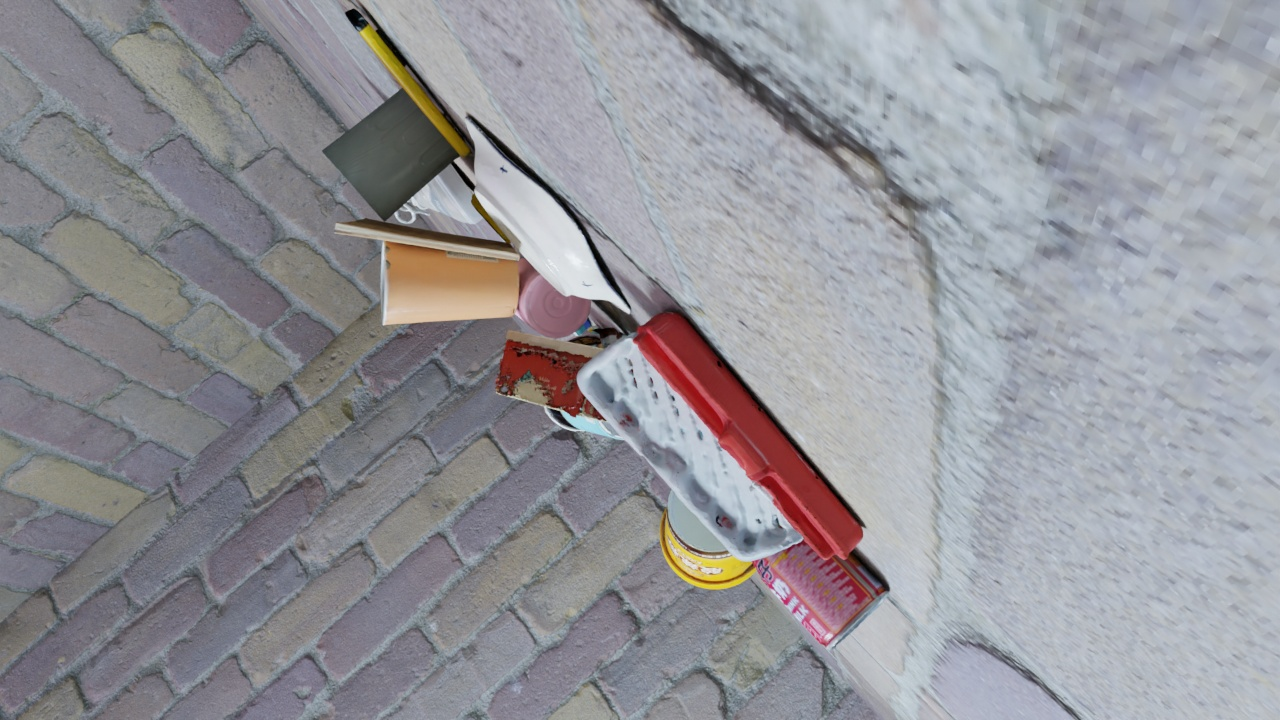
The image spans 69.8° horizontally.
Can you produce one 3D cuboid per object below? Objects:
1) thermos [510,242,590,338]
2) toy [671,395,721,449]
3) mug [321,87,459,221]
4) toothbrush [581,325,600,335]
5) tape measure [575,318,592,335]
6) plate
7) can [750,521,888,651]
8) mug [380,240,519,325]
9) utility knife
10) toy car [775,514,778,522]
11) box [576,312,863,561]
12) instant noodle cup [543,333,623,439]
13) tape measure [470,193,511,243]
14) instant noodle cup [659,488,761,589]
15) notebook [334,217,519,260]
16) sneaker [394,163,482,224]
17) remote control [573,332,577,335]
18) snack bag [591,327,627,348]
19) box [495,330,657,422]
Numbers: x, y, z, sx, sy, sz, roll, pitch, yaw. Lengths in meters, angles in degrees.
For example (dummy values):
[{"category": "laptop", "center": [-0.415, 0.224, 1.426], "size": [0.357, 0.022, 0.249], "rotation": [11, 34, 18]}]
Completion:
[{"category": "thermos", "center": [-0.107, -0.080, 0.940], "size": [0.198, 0.067, 0.087], "rotation": [-143, 42, -69]}, {"category": "toy", "center": [0.048, 0.073, 0.837], "size": [0.156, 0.049, 0.161], "rotation": [42, 171, 14]}, {"category": "mug", "center": [-0.230, -0.193, 0.875], "size": [0.083, 0.103, 0.124], "rotation": [48, 175, 1]}, {"category": "toothbrush", "center": [-0.003, 0.031, 1.084], "size": [0.189, 0.029, 0.020], "rotation": [50, -144, -25]}, {"category": "tape measure", "center": [-0.084, -0.056, 1.076], "size": [0.054, 0.025, 0.058], "rotation": [45, 173, 20]}, {"category": "plate", "center": [-0.083, -0.103, 0.727], "size": [0.163, 0.034, 0.164], "rotation": [45, 174, 31]}, {"category": "can", "center": [0.138, 0.170, 0.720], "size": [0.094, 0.066, 0.066], "rotation": [46, 174, 23]}, {"category": "mug", "center": [-0.179, -0.072, 0.858], "size": [0.078, 0.122, 0.078], "rotation": [179, 91, -72]}, {"category": "utility knife", "center": [-0.192, -0.232, 0.777], "size": [0.154, 0.015, 0.033], "rotation": [51, 180, -31]}, {"category": "toy car", "center": [0.151, 0.184, 0.888], "size": [0.105, 0.032, 0.048], "rotation": [50, 174, -32]}, {"category": "box", "center": [0.054, 0.059, 0.642], "size": [0.201, 0.065, 0.160], "rotation": [49, 154, -7]}, {"category": "instant noodle cup", "center": [-0.035, 0.033, 0.973], "size": [0.111, 0.111, 0.120], "rotation": [51, 165, -24]}, {"category": "tape measure", "center": [-0.136, -0.142, 0.881], "size": [0.057, 0.029, 0.060], "rotation": [49, 178, -3]}, {"category": "instant noodle cup", "center": [0.077, 0.168, 0.957], "size": [0.118, 0.118, 0.114], "rotation": [46, 166, 22]}, {"category": "notebook", "center": [-0.190, -0.112, 0.847], "size": [0.149, 0.012, 0.211], "rotation": [8, -172, -11]}, {"category": "sneaker", "center": [-0.278, -0.222, 1.102], "size": [0.242, 0.090, 0.089], "rotation": [43, 173, 35]}, {"category": "remote control", "center": [-0.107, -0.078, 1.127], "size": [0.056, 0.019, 0.135], "rotation": [44, 173, 35]}, {"category": "snack bag", "center": [-0.005, 0.005, 0.889], "size": [0.104, 0.026, 0.048], "rotation": [51, 160, -18]}, {"category": "box", "center": [-0.061, 0.025, 0.834], "size": [0.091, 0.077, 0.169], "rotation": [15, 177, -38]}]
